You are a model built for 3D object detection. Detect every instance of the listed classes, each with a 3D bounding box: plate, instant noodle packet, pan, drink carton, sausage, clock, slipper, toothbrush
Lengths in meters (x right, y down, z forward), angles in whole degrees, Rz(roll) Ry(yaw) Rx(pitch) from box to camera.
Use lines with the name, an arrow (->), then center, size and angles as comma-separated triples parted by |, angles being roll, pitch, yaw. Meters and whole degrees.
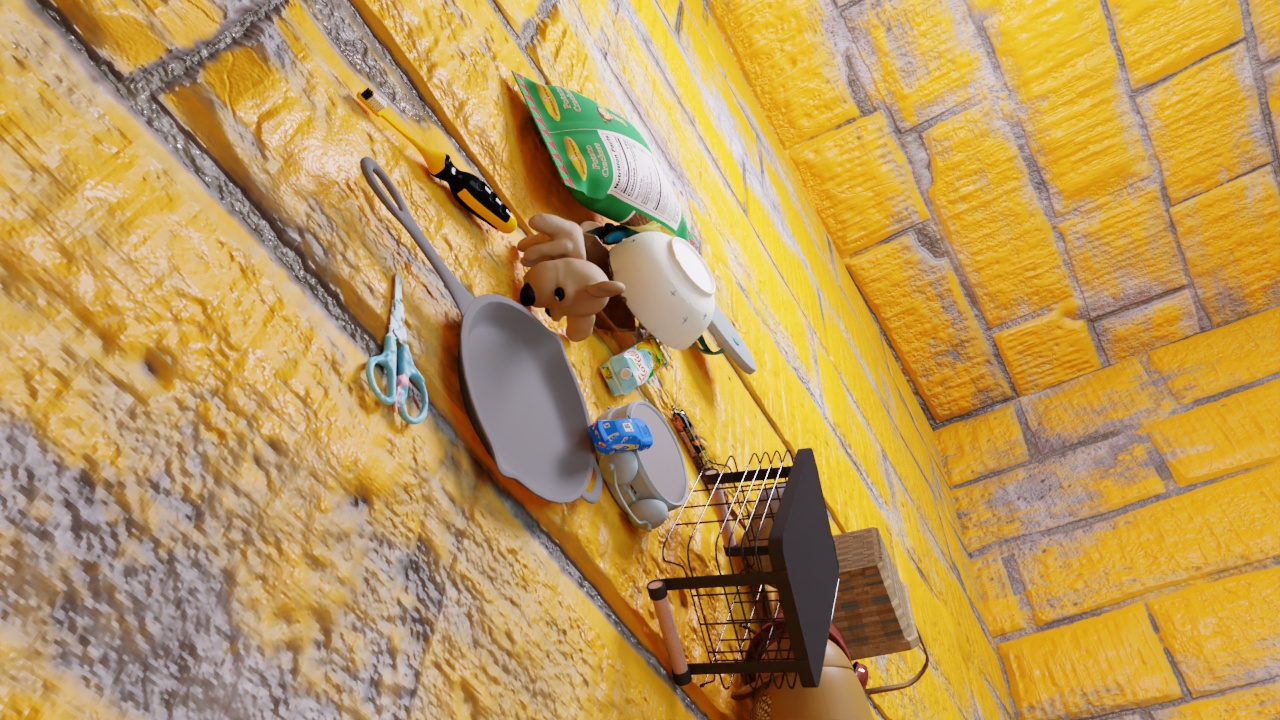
plate -> -0.049, -0.086, 1.058 | 0.131, 0.025, 0.131 | 50, 26, -36
instant noodle packet -> -0.040, -0.245, 1.139 | 0.252, 0.090, 0.195 | 16, 41, -50
pan -> -0.133, -0.013, 0.777 | 0.354, 0.024, 0.216 | 58, 22, -22
drink carton -> -0.006, 0.006, 1.045 | 0.044, 0.039, 0.128 | 65, 20, -3
sausage -> 0.076, 0.122, 1.147 | 0.155, 0.020, 0.020 | 63, 21, -9
clock -> 0.001, 0.108, 0.944 | 0.122, 0.045, 0.159 | 59, 20, -16
slipper -> 0.069, -0.081, 1.325 | 0.269, 0.055, 0.098 | 51, 21, -8
toothbrush -> -0.181, -0.177, 0.837 | 0.196, 0.031, 0.031 | 40, 29, -41
clock -> 0.186, 0.352, 1.032 | 0.157, 0.121, 0.072 | 59, 13, 5

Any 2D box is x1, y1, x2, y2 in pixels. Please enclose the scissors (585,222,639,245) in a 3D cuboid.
scissors -> -0.027, -0.159, 1.158 | 0.137, 0.129, 0.019 | 39, -55, 58

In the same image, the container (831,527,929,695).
container -> 0.274, 0.336, 1.177 | 0.249, 0.158, 0.186 | -12, 87, -77

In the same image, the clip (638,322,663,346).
clip -> 0.019, -0.043, 1.165 | 0.047, 0.053, 0.039 | 6, 57, -33

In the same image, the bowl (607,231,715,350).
bowl -> 0.037, -0.094, 1.100 | 0.153, 0.073, 0.153 | 41, 28, -29

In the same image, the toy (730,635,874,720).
toy -> 0.165, 0.374, 0.915 | 0.199, 0.162, 0.203 | 104, -16, -56

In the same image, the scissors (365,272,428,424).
scissors -> -0.184, -0.016, 0.684 | 0.063, 0.015, 0.138 | 35, 31, -48

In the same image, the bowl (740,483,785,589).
bowl -> 0.171, 0.213, 1.162 | 0.145, 0.067, 0.145 | 21, 89, -79

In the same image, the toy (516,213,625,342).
toy -> -0.075, -0.089, 0.915 | 0.105, 0.134, 0.108 | -10, 73, -25

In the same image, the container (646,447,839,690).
container -> 0.112, 0.206, 0.932 | 0.240, 0.130, 0.163 | -50, 128, -63

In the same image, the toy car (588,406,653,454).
toy car -> -0.012, 0.059, 0.859 | 0.091, 0.062, 0.033 | -1, 57, -42
